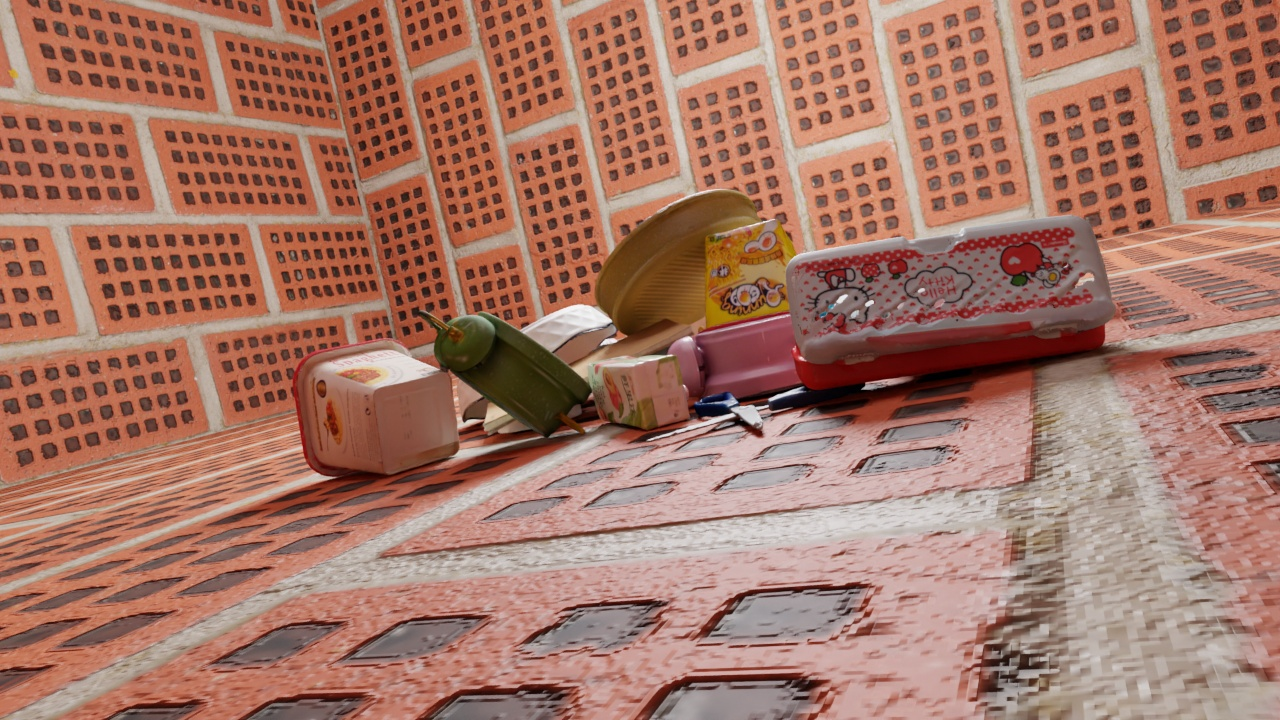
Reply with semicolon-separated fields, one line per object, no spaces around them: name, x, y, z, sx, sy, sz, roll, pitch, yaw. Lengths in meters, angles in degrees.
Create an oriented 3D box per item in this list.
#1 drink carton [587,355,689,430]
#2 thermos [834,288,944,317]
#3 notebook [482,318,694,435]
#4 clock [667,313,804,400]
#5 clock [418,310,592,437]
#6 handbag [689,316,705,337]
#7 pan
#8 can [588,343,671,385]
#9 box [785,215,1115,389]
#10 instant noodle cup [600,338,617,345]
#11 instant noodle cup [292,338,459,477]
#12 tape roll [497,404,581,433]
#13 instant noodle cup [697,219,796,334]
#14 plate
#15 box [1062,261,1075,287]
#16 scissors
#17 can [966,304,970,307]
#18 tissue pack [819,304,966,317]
drink carton;-0.002;0.023;0.742;0.045;0.053;0.123;-13;4;-19
thermos;0.214;-0.035;0.786;0.073;0.073;0.224;-12;4;3
notebook;-0.056;0.010;0.909;0.211;0.012;0.149;-25;9;-4
clock;0.083;-0.001;0.781;0.159;0.060;0.117;-13;2;20
clock;-0.116;0.005;0.765;0.056;0.161;0.116;-56;15;-10
handbag;0.043;-0.072;1.180;0.093;0.193;0.233;-14;13;15
pan;0.089;-0.112;1.044;0.356;0.078;0.198;-1;-37;-50
can;-0.006;0.006;1.009;0.058;0.058;0.147;-15;4;-31
box;0.200;-0.043;0.613;0.201;0.098;0.095;-8;9;6
instant noodle cup;-0.091;0.011;1.252;0.137;0.060;0.174;-14;2;-27
instant noodle cup;-0.228;0.046;0.810;0.116;0.117;0.124;-15;16;-43
tape roll;-0.101;0.056;0.909;0.086;0.014;0.086;-12;3;1
instant noodle cup;0.115;-0.061;0.895;0.116;0.123;0.116;-11;-18;19
plate;-0.122;0.000;1.046;0.205;0.045;0.205;-33;-6;-4
box;0.358;-0.077;0.869;0.091;0.077;0.168;-10;3;21
scissors;0.080;0.032;0.637;0.162;0.012;0.174;-12;4;-3
can;0.366;-0.085;1.073;0.093;0.066;0.067;-14;4;-19
tissue pack;0.261;-0.053;0.953;0.089;0.063;0.140;-16;5;-44
